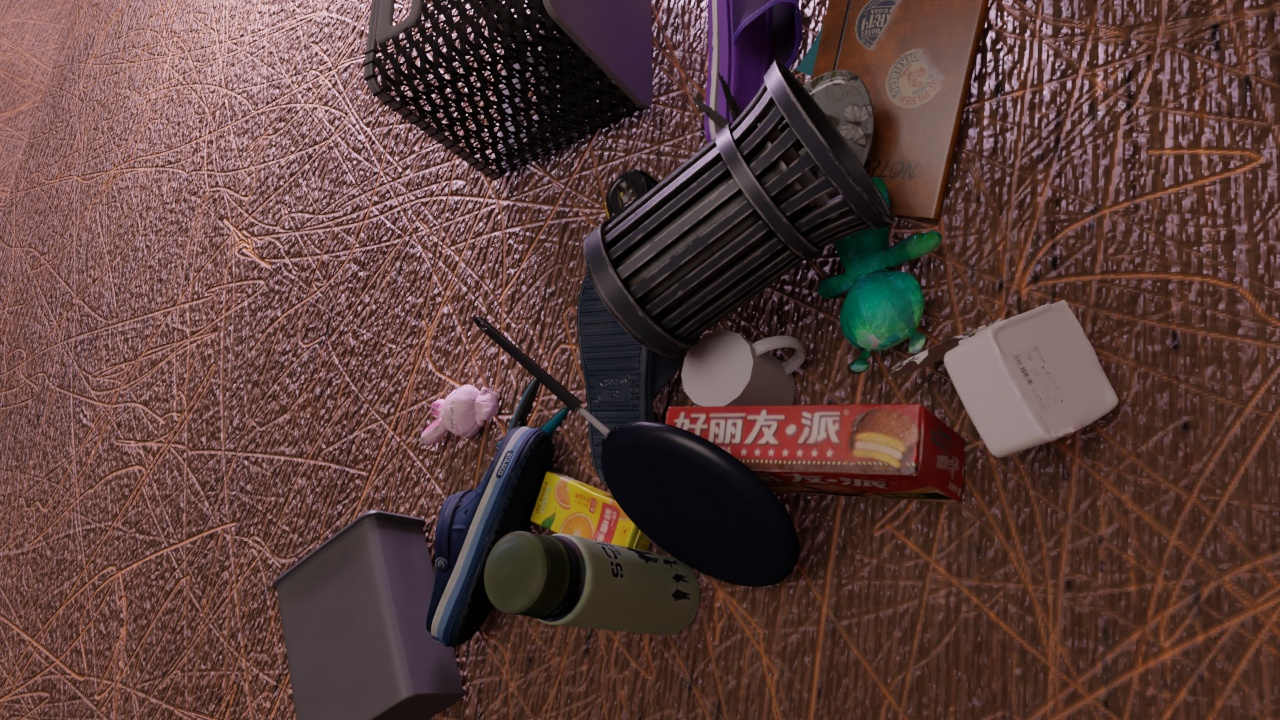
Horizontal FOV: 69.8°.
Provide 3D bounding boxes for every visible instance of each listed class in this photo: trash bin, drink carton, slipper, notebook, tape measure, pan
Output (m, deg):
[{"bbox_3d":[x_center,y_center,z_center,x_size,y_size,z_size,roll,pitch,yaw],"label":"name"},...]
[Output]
[{"bbox_3d":[0.076,-0.118,0.797,0.228,0.164,0.164,-36,56,22],"label":"trash bin"},{"bbox_3d":[-0.048,0.164,0.953,0.135,0.043,0.058,15,85,39],"label":"drink carton"},{"bbox_3d":[0.131,-0.342,0.967,0.084,0.107,0.266,-2,78,37],"label":"slipper"},{"bbox_3d":[0.232,-0.267,0.895,0.179,0.014,0.249,14,92,38],"label":"notebook"},{"bbox_3d":[-0.006,0.006,0.964,0.101,0.082,0.263,2,94,37],"label":"slipper"},{"bbox_3d":[-0.318,0.317,1.059,0.192,0.097,0.219,-36,57,20],"label":"trash bin"},{"bbox_3d":[0.128,-0.158,0.895,0.098,0.054,0.269,41,120,1],"label":"slipper"},{"bbox_3d":[-0.007,-0.180,1.049,0.072,0.042,0.072,-39,52,22],"label":"tape measure"},{"bbox_3d":[-0.013,0.081,0.809,0.021,0.356,0.199,-49,0,-33],"label":"pan"},{"bbox_3d":[-0.179,0.183,0.993,0.095,0.105,0.253,22,90,20],"label":"slipper"}]

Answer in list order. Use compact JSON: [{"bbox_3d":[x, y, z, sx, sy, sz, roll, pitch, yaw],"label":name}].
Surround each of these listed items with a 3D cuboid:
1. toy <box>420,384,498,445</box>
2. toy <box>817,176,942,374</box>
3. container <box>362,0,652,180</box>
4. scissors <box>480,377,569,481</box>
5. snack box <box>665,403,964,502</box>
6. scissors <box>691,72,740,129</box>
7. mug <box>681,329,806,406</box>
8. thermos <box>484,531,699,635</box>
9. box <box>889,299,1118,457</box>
[{"bbox_3d":[-0.223,0.065,1.114,0.110,0.047,0.063,-22,53,32],"label":"toy"},{"bbox_3d":[0.207,-0.077,0.830,0.131,0.072,0.193,-33,52,42],"label":"toy"},{"bbox_3d":[-0.146,-0.405,1.106,0.244,0.245,0.247,-12,67,28],"label":"container"},{"bbox_3d":[-0.135,0.084,1.060,0.157,0.019,0.124,-23,61,26],"label":"scissors"},{"bbox_3d":[0.146,0.080,0.797,0.237,0.113,0.060,-3,71,35],"label":"snack box"},{"bbox_3d":[0.115,-0.201,0.922,0.158,0.012,0.162,18,114,16],"label":"scissors"},{"bbox_3d":[0.105,0.012,0.866,0.105,0.089,0.073,-36,56,20],"label":"mug"},{"bbox_3d":[-0.041,0.200,0.813,0.082,0.231,0.082,-13,67,32],"label":"thermos"},{"bbox_3d":[0.273,0.016,0.736,0.137,0.108,0.128,-40,71,53],"label":"box"}]
